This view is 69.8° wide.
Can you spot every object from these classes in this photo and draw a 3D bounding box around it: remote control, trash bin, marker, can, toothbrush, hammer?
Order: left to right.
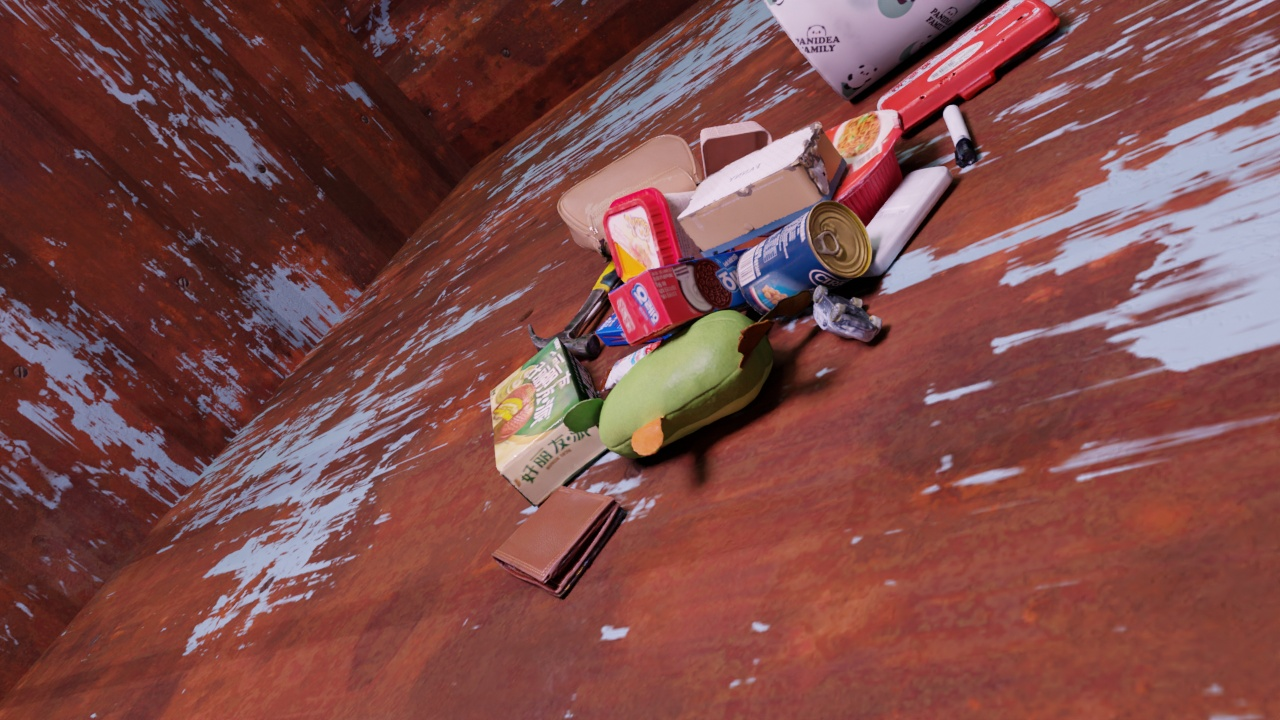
[{"bbox_3d":[-0.089,-0.037,1.278,0.016,0.018,0.191,-9,37,50],"label":"toothbrush"},{"bbox_3d":[-0.051,-0.110,1.300,0.126,0.032,0.322,-1,39,33],"label":"hammer"},{"bbox_3d":[0.151,-0.092,0.863,0.111,0.075,0.075,-31,22,54],"label":"can"},{"bbox_3d":[0.313,-0.490,1.189,0.252,0.229,0.229,-39,21,24],"label":"trash bin"},{"bbox_3d":[0.245,-0.132,0.876,0.135,0.020,0.056,-51,22,-15],"label":"remote control"},{"bbox_3d":[0.323,-0.230,0.935,0.023,0.018,0.130,-40,20,30],"label":"marker"}]

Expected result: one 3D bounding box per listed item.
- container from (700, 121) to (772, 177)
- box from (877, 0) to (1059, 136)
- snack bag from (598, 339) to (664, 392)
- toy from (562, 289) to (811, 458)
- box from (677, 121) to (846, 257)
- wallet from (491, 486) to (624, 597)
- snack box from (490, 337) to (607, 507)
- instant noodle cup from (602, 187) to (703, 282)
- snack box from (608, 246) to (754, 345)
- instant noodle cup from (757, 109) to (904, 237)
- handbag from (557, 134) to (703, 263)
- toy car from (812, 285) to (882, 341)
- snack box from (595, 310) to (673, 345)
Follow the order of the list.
[{"bbox_3d":[0.126,-0.266,1.216,0.090,0.090,0.110,-9,23,4],"label":"container"},{"bbox_3d":[0.363,-0.341,1.048,0.201,0.038,0.157,-34,22,21],"label":"box"},{"bbox_3d":[-0.006,0.006,1.037,0.106,0.026,0.045,-29,28,35],"label":"snack bag"},{"bbox_3d":[0.047,0.018,0.838,0.247,0.090,0.226,-34,6,34],"label":"toy"},{"bbox_3d":[0.117,-0.171,0.944,0.185,0.059,0.089,-20,30,47],"label":"box"},{"bbox_3d":[-0.077,0.163,0.859,0.101,0.032,0.125,-48,23,-22],"label":"wallet"},{"bbox_3d":[-0.107,0.063,1.051,0.114,0.063,0.240,-39,21,4],"label":"snack box"},{"bbox_3d":[0.037,-0.159,1.140,0.124,0.116,0.117,-20,8,-34],"label":"instant noodle cup"},{"bbox_3d":[0.060,-0.068,0.892,0.057,0.058,0.207,-28,-6,39],"label":"snack box"},{"bbox_3d":[0.205,-0.178,0.973,0.194,0.066,0.193,-36,22,17],"label":"instant noodle cup"},{"bbox_3d":[-0.005,-0.219,1.277,0.204,0.100,0.147,-31,43,1],"label":"handbag"},{"bbox_3d":[0.175,-0.038,0.794,0.090,0.043,0.034,-108,41,-70],"label":"toy car"},{"bbox_3d":[0.015,-0.059,1.122,0.084,0.026,0.157,-51,23,-23],"label":"snack box"}]
